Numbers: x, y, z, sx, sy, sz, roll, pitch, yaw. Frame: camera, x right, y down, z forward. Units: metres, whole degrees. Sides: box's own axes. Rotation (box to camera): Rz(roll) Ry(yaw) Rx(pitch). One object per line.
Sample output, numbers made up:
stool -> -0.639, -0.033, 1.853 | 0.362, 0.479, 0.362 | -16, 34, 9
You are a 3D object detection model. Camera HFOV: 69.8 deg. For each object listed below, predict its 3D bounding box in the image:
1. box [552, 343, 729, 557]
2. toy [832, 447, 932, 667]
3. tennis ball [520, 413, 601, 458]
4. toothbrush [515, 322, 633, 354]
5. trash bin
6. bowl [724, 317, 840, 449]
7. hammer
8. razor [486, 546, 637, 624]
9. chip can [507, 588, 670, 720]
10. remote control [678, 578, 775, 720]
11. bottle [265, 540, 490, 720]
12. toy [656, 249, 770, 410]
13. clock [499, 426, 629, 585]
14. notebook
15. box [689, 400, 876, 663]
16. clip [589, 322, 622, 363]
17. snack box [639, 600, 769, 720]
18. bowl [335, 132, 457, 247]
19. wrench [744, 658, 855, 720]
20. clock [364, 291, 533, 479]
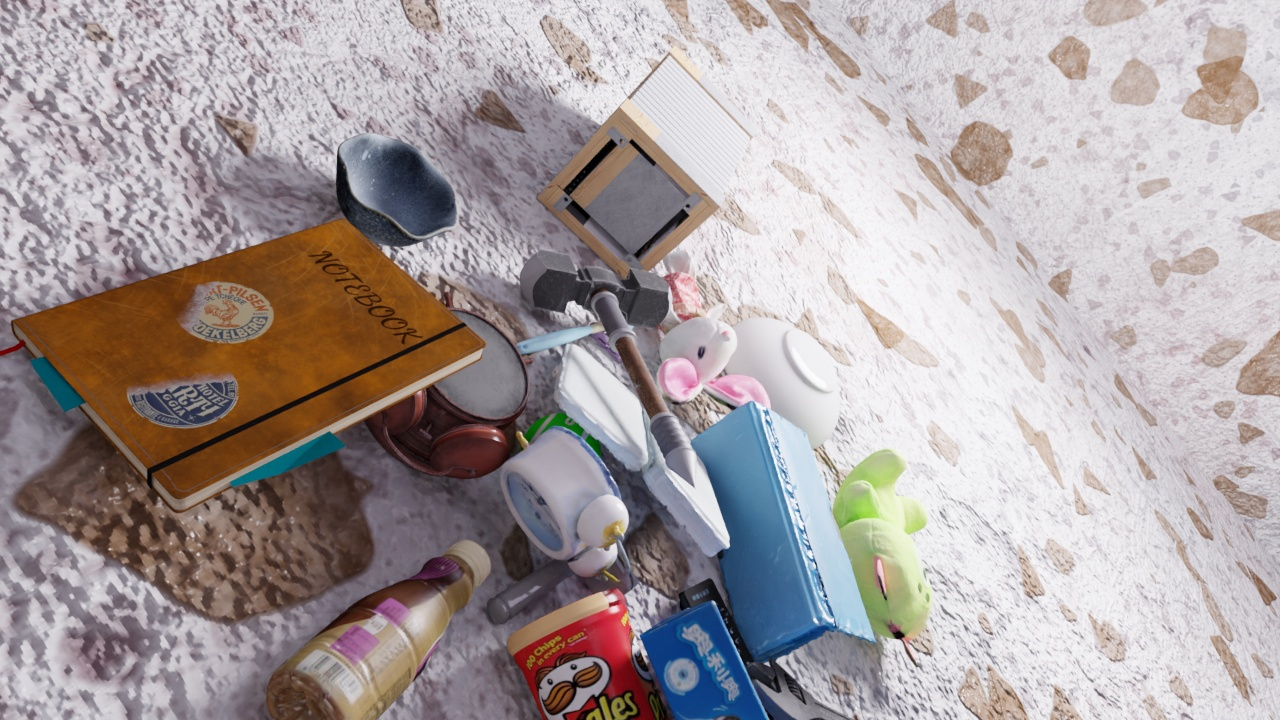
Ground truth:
box -> 0.001, 0.065, 0.784 | 0.191, 0.045, 0.209 | 45, 7, -8
toy -> 0.249, 0.201, 0.966 | 0.150, 0.107, 0.196 | 61, 37, -28
tennis ball -> -0.064, 0.075, 0.741 | 0.065, 0.066, 0.065 | 30, 39, -28
toothbrush -> -0.061, -0.026, 0.874 | 0.154, 0.016, 0.022 | -17, 91, -46
trash bin -> 0.016, -0.230, 1.059 | 0.142, 0.143, 0.246 | 43, 34, -12
bowl -> 0.181, 0.015, 1.085 | 0.176, 0.066, 0.176 | 30, 39, -28
hammer -> -0.005, 0.004, 0.778 | 0.156, 0.043, 0.322 | 9, 29, -23
razor -> -0.067, 0.160, 0.684 | 0.116, 0.048, 0.088 | -25, 78, -48
chip can -> -0.010, 0.266, 0.604 | 0.086, 0.087, 0.213 | -3, 61, -50
remote control -> 0.076, 0.260, 0.771 | 0.047, 0.022, 0.150 | -7, 65, -53
bottle -> -0.149, 0.164, 0.562 | 0.059, 0.060, 0.165 | 50, 32, 0
toy -> 0.057, -0.026, 0.966 | 0.159, 0.084, 0.194 | 16, 48, -37
clock -> -0.047, 0.105, 0.647 | 0.051, 0.089, 0.125 | -31, 64, -31
notebook -> -0.235, -0.005, 0.582 | 0.178, 0.014, 0.248 | 40, 41, 17
box -> 0.135, 0.164, 0.868 | 0.111, 0.094, 0.231 | 22, 41, -39
clip -> -0.029, -0.021, 0.925 | 0.051, 0.014, 0.043 | 53, 34, 0
snack box -> 0.078, 0.289, 0.613 | 0.196, 0.056, 0.238 | 75, -10, -69
bowl -> -0.214, -0.135, 0.778 | 0.110, 0.055, 0.110 | 31, 38, -28
wrench -> 0.178, 0.320, 0.802 | 0.273, 0.018, 0.073 | 36, 13, -34
clock -> -0.146, 0.028, 0.684 | 0.120, 0.072, 0.157 | 40, 34, -16
